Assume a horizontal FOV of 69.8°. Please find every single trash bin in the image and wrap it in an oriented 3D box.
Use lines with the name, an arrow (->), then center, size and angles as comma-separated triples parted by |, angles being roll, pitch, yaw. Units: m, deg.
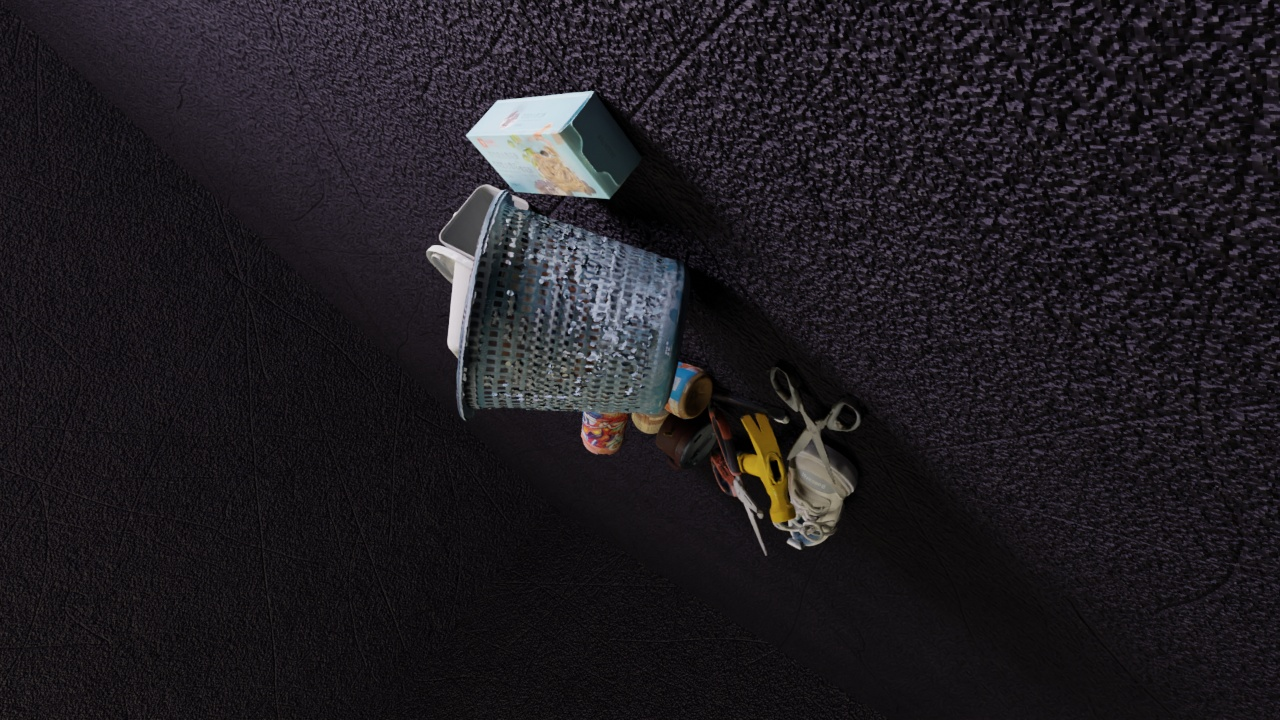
trash bin -> -0.059, -0.036, 0.896 | 0.195, 0.226, 0.227 | 10, 164, -2

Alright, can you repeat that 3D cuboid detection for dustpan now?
dustpan -> -0.137, -0.053, 1.110 | 0.258, 0.142, 0.223 | 4, 167, 1

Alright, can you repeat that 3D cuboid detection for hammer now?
hammer -> 0.138, 0.133, 1.206 | 0.301, 0.033, 0.128 | 153, 105, -82

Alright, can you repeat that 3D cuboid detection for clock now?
clock -> 0.067, 0.111, 1.288 | 0.055, 0.082, 0.122 | 35, 164, 26

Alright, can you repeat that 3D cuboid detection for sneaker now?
sneaker -> 0.208, 0.173, 1.134 | 0.089, 0.090, 0.242 | 31, 162, 21

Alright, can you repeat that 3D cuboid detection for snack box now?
snack box -> -0.080, -0.189, 0.811 | 0.175, 0.051, 0.074 | 17, 155, 52

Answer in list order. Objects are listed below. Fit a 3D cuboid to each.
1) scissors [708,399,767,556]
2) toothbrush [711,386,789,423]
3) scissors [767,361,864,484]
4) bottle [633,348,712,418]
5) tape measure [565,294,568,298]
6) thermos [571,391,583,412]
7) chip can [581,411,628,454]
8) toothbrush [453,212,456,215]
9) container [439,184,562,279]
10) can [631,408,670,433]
scissors -> 0.121, 0.152, 1.177 | 0.189, 0.015, 0.227 | 98, 158, -69
toothbrush -> 0.113, 0.048, 1.128 | 0.181, 0.015, 0.018 | 19, 165, 48
scissors -> 0.182, 0.069, 0.976 | 0.159, 0.014, 0.181 | 48, 152, -4
bottle -> -0.007, 0.007, 1.184 | 0.219, 0.065, 0.065 | 26, 161, 37
tape measure -> -0.100, -0.060, 1.217 | 0.025, 0.058, 0.054 | 26, 139, 44
thermos -> -0.117, 0.004, 1.387 | 0.242, 0.090, 0.068 | 54, -160, -43
chip can -> -0.049, 0.062, 1.334 | 0.071, 0.071, 0.215 | 34, 152, 14
toothbrush -> -0.251, -0.166, 1.326 | 0.029, 0.020, 0.190 | 7, 161, 0
container -> -0.161, -0.131, 1.094 | 0.090, 0.090, 0.114 | 28, 165, 33
can -> 0.017, 0.065, 1.310 | 0.058, 0.058, 0.116 | 36, 164, 9
